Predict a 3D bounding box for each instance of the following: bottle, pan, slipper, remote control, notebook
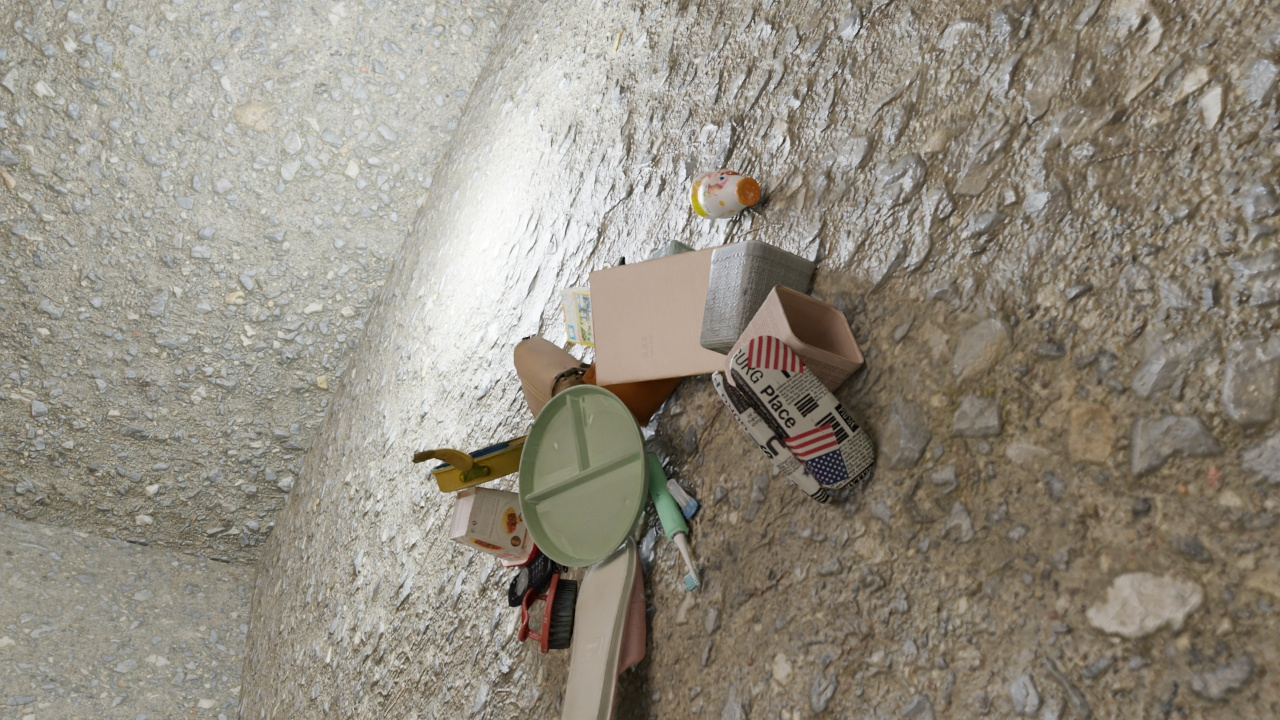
[{"bbox_3d":[0.110,-0.213,1.174,0.108,0.063,0.063,14,84,63],"label":"bottle"},{"bbox_3d":[-0.242,0.142,1.337,0.357,0.198,0.078,-23,-86,-80],"label":"pan"},{"bbox_3d":[-0.036,0.328,1.074,0.114,0.054,0.273,-39,29,39],"label":"slipper"},{"bbox_3d":[-0.156,0.319,1.342,0.137,0.024,0.053,-48,35,39],"label":"remote control"},{"bbox_3d":[0.031,-0.052,1.118,0.212,0.012,0.149,-7,84,31],"label":"notebook"}]

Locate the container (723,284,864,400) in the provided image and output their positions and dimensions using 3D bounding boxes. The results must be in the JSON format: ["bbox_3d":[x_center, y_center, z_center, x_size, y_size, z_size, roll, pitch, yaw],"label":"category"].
[{"bbox_3d":[0.149,0.001,0.926,0.111,0.089,0.090,-55,30,34],"label":"container"}]

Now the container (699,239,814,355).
[{"bbox_3d":[0.125,-0.061,1.013,0.090,0.090,0.114,-5,71,62],"label":"container"}]

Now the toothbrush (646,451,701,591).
[{"bbox_3d":[0.036,0.183,1.076,0.027,0.026,0.224,-39,34,10],"label":"toothbrush"}]

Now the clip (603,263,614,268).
[{"bbox_3d":[-0.034,-0.127,1.415,0.100,0.035,0.098,-35,41,48],"label":"clip"}]

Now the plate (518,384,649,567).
[{"bbox_3d":[-0.073,0.145,1.163,0.231,0.027,0.230,-10,75,43],"label":"plate"}]

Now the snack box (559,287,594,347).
[{"bbox_3d":[-0.082,-0.068,1.425,0.140,0.033,0.087,-165,65,-65],"label":"snack box"}]

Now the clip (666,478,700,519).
[{"bbox_3d":[0.053,0.161,1.073,0.024,0.028,0.057,-62,36,20],"label":"clip"}]

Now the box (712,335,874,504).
[{"bbox_3d":[0.143,0.055,0.859,0.085,0.162,0.075,-40,-10,6],"label":"box"}]

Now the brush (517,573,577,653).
[{"bbox_3d":[-0.118,0.323,1.157,0.145,0.069,0.063,-92,6,-83],"label":"brush"}]

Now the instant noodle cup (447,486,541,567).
[{"bbox_3d":[-0.217,0.247,1.396,0.117,0.124,0.116,-25,50,55],"label":"instant noodle cup"}]

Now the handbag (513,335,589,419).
[{"bbox_3d":[-0.108,0.049,1.321,0.204,0.099,0.148,34,146,55],"label":"handbag"}]

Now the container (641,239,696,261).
[{"bbox_3d":[0.039,-0.090,1.196,0.112,0.090,0.090,-34,43,44],"label":"container"}]

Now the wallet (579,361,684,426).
[{"bbox_3d":[-0.007,0.007,1.193,0.131,0.119,0.035,-53,2,32],"label":"wallet"}]

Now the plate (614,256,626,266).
[{"bbox_3d":[-0.042,-0.058,1.292,0.179,0.024,0.179,9,-93,-87],"label":"plate"}]

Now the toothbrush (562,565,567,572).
[{"bbox_3d":[-0.124,0.234,1.352,0.014,0.017,0.189,-52,33,29],"label":"toothbrush"}]
